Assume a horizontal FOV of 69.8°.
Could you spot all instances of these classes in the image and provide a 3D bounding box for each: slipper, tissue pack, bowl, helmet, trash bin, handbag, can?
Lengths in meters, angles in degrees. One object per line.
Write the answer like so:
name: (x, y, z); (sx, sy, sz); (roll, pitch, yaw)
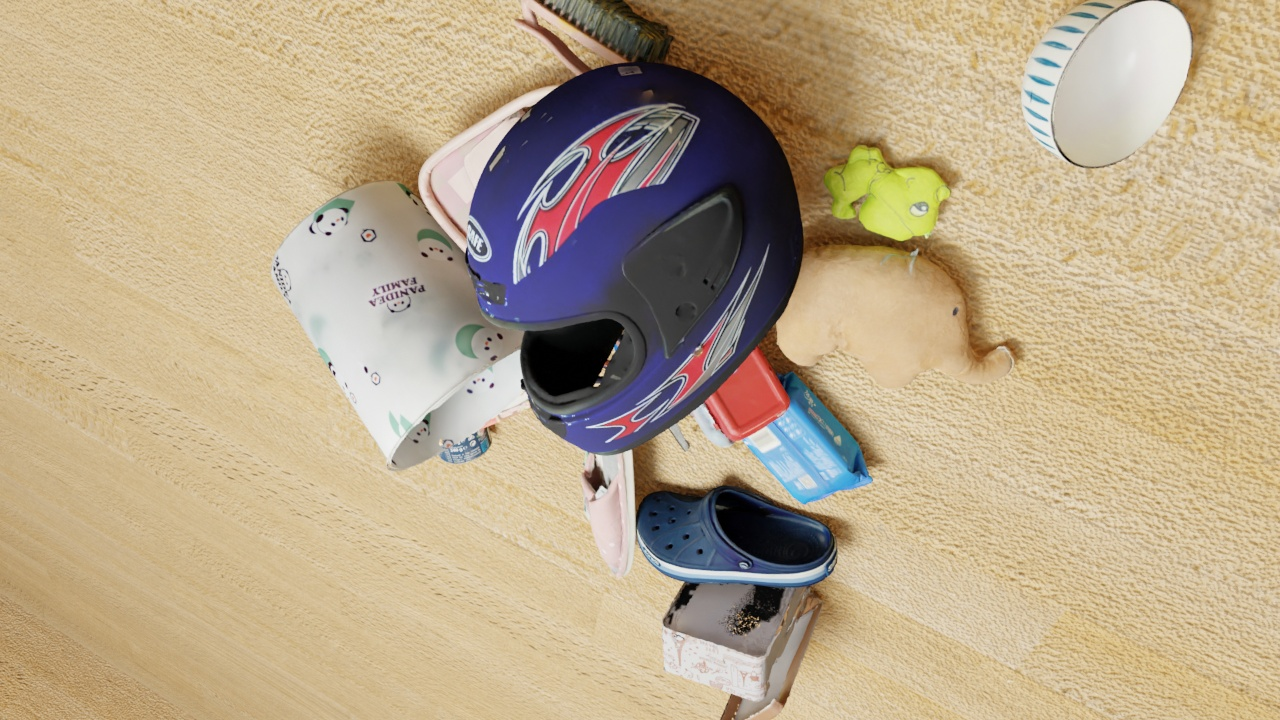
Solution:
slipper: (-0.043, 0.162, 1.135); (0.054, 0.114, 0.275); (-7, 126, -11)
tissue pack: (0.169, 0.084, 0.981); (0.157, 0.052, 0.095); (48, 135, -8)
bowl: (0.318, -0.202, 0.650); (0.066, 0.116, 0.117); (-124, 22, -52)
helmet: (-0.026, -0.096, 0.763); (0.240, 0.247, 0.315); (38, 95, -33)
slipper: (0.102, 0.201, 1.072); (0.253, 0.104, 0.095); (6, 130, 26)
trash bin: (-0.256, -0.045, 1.016); (0.252, 0.228, 0.230); (50, 135, 9)
handbag: (-0.093, -0.181, 0.929); (0.235, 0.093, 0.193); (-33, 103, 35)
can: (-0.244, 0.073, 1.207); (0.075, 0.075, 0.111); (9, 127, 26)

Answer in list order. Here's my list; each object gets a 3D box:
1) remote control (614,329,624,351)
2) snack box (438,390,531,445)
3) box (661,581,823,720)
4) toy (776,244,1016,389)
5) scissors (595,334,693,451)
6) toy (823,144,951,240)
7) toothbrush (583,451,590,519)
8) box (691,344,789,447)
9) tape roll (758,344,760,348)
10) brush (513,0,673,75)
remote control: (0.003, 0.020, 1.052); (0.049, 0.024, 0.125); (7, 125, 28)
snack box: (-0.217, 0.053, 1.141); (0.025, 0.152, 0.075); (-130, 20, -60)
box: (0.130, 0.346, 1.117); (0.154, 0.182, 0.185); (13, 126, 24)
toy: (0.231, -0.037, 0.839); (0.226, 0.082, 0.144); (16, 135, 17)
scissors: (-0.014, 0.007, 1.022); (0.226, 0.015, 0.189); (10, 119, 29)
toy: (0.213, -0.142, 0.798); (0.100, 0.031, 0.097); (49, 133, -4)
toothbrush: (-0.070, 0.142, 1.194); (0.016, 0.018, 0.192); (17, 130, 20)
box: (0.061, -0.010, 0.950); (0.201, 0.095, 0.101); (59, 172, 5)
tape roll: (0.088, -0.007, 0.988); (0.086, 0.013, 0.086); (17, 130, 20)
brush: (-0.047, -0.293, 0.820); (0.145, 0.063, 0.073); (33, 124, 6)
